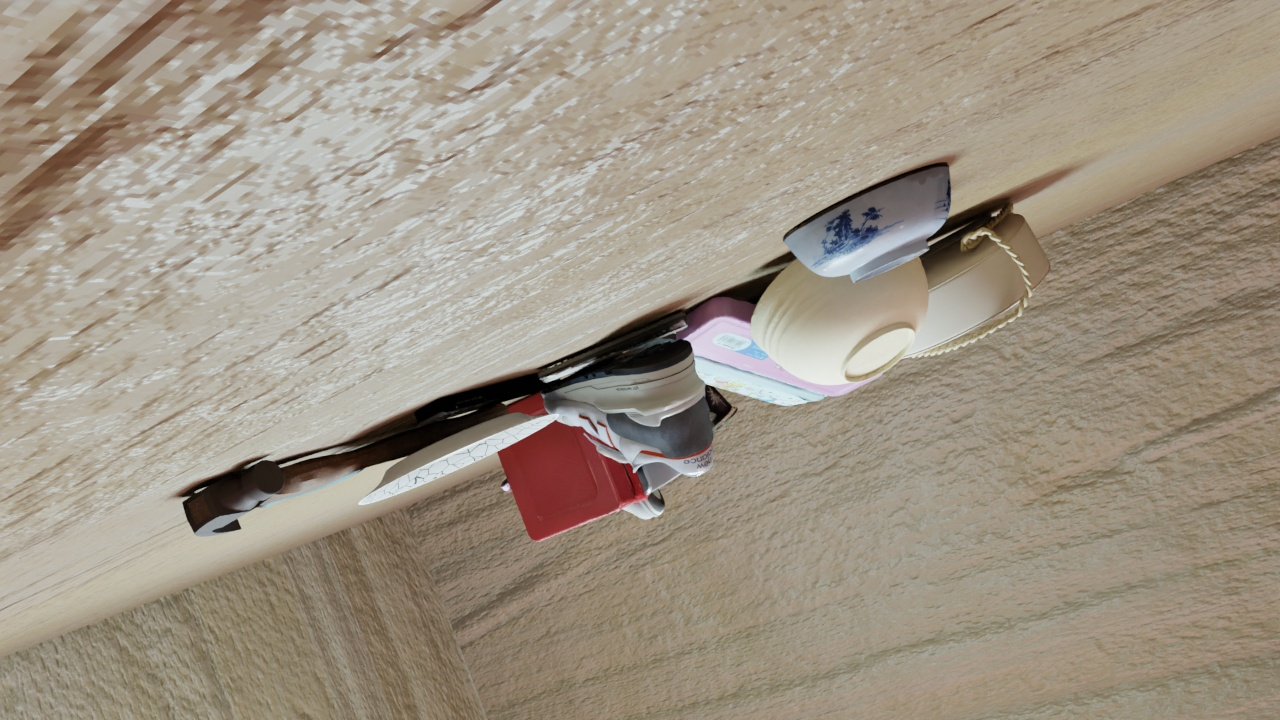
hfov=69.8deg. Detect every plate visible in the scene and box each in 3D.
[{"bbox_3d":[-0.162,0.080,0.816,0.188,0.016,0.188,-25,174,-3],"label":"plate"}]

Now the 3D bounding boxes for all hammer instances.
[{"bbox_3d":[-0.227,0.080,0.780,0.116,0.033,0.322,-27,174,34],"label":"hammer"}]

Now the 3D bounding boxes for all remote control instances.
[{"bbox_3d":[-0.125,0.030,0.780,0.035,0.013,0.149,-25,175,34],"label":"remote control"},{"bbox_3d":[-0.023,-0.011,0.792,0.136,0.013,0.033,-21,176,3],"label":"remote control"}]

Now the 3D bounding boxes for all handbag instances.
[{"bbox_3d":[0.343,-0.090,1.039,0.211,0.103,0.208,-30,-172,23],"label":"handbag"}]

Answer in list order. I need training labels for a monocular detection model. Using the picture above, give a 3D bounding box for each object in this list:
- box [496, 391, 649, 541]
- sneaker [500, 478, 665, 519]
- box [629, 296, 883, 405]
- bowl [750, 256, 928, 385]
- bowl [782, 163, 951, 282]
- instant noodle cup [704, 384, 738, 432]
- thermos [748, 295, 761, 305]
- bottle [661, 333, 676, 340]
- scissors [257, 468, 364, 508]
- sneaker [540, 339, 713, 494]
[{"bbox_3d":[-0.081,0.106,1.023,0.134,0.157,0.110,-26,169,31],"label":"box"},{"bbox_3d":[-0.079,0.152,1.140,0.263,0.096,0.128,24,-104,48],"label":"sneaker"},{"bbox_3d":[0.112,0.001,0.882,0.214,0.034,0.151,16,155,-31],"label":"box"},{"bbox_3d":[0.172,-0.031,0.740,0.150,0.075,0.151,-22,149,-14],"label":"bowl"},{"bbox_3d":[0.156,-0.082,0.605,0.114,0.045,0.114,-22,176,-2],"label":"bowl"},{"bbox_3d":[0.032,0.056,1.127,0.137,0.112,0.137,-37,180,0],"label":"instant noodle cup"},{"bbox_3d":[0.161,-0.042,0.909,0.232,0.082,0.082,-25,175,43],"label":"thermos"},{"bbox_3d":[-0.006,0.006,0.974,0.113,0.030,0.030,-25,175,30],"label":"bottle"},{"bbox_3d":[-0.311,0.114,0.833,0.148,0.019,0.123,-18,-178,30],"label":"scissors"},{"bbox_3d":[-0.009,0.060,0.836,0.088,0.124,0.240,-27,-174,-27],"label":"sneaker"}]
